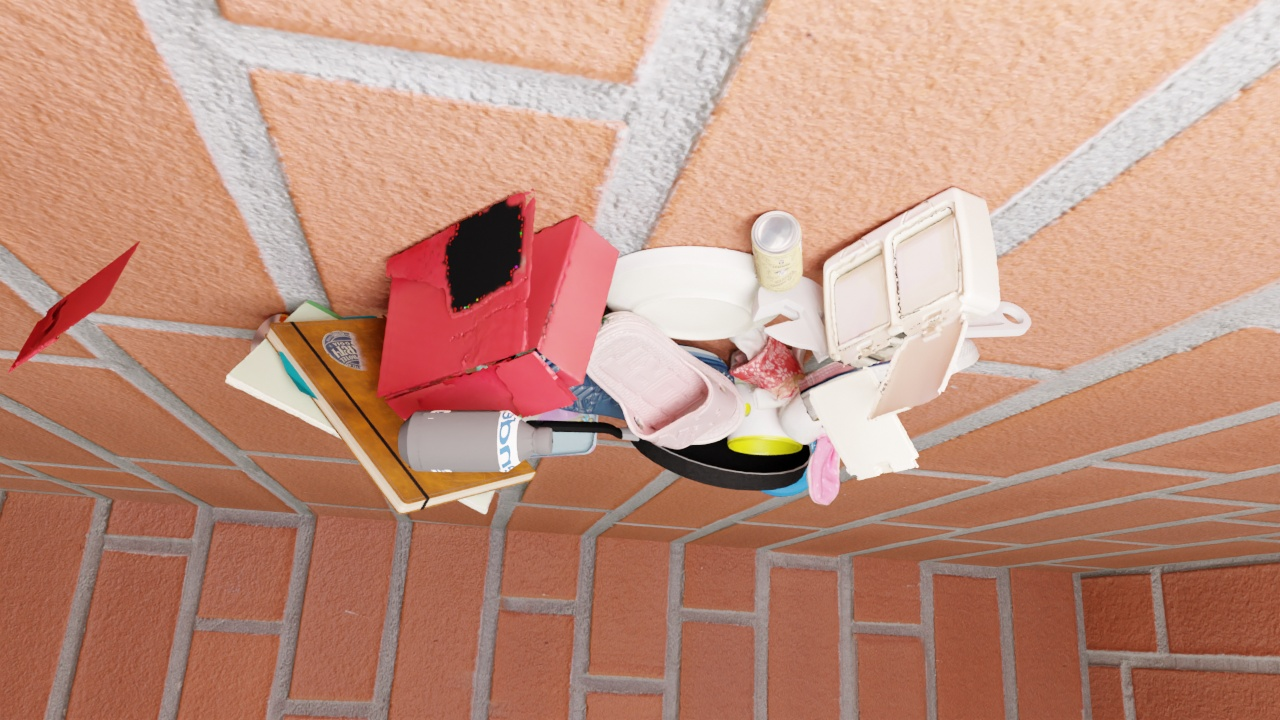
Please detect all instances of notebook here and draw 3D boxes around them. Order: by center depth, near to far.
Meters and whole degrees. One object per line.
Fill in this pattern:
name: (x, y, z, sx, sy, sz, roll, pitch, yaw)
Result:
notebook: (-0.233, 0.036, 0.857, 0.178, 0.249, 0.014, -7, 137, -54)
notebook: (-0.240, 0.036, 0.882, 0.252, 0.181, 0.010, 29, 115, -9)

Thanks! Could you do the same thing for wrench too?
wrench: (0.223, -0.041, 0.801, 0.273, 0.086, 0.018, -3, 140, -22)

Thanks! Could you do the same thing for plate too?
plate: (0.050, -0.053, 0.845, 0.182, 0.034, 0.182, 3, 163, 1)

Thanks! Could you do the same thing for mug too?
mug: (0.140, 0.046, 1.025, 0.082, 0.106, 0.083, 3, 163, 1)

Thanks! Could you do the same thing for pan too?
pan: (0.033, 0.092, 1.084, 0.355, 0.034, 0.225, 3, -160, -24)

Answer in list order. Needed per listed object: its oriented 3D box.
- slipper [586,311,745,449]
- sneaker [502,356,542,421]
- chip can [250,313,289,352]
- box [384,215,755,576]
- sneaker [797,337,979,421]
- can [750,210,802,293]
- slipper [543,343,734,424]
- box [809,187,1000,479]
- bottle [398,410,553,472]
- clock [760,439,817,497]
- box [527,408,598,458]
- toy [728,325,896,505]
slipper: (0.027, 0.037, 0.886, 0.094, 0.064, 0.239, -36, 138, 15)
sneaker: (-0.145, 0.028, 1.085, 0.079, 0.084, 0.236, 27, 154, -17)
chip can: (-0.347, 0.013, 1.074, 0.069, 0.069, 0.220, -5, 161, 25)
box: (-0.053, 0.047, 0.816, 0.214, 0.152, 0.325, -16, 124, 43)
sneaker: (0.233, -0.006, 0.884, 0.240, 0.087, 0.119, -10, 162, -40)
can: (0.109, -0.084, 0.726, 0.038, 0.038, 0.079, 0, 163, 11)
slipper: (-0.006, 0.006, 0.956, 0.252, 0.095, 0.105, 11, 127, -40)
box: (0.180, -0.020, 0.660, 0.068, 0.191, 0.144, 14, 153, -28)
bottle: (-0.120, 0.059, 0.678, 0.112, 0.047, 0.047, -1, 163, 4)
clock: (0.175, 0.124, 1.260, 0.161, 0.116, 0.060, -1, 152, -1)
box: (-0.161, 0.083, 1.249, 0.215, 0.077, 0.096, -6, 130, 27)
toy: (0.167, 0.033, 0.948, 0.194, 0.158, 0.084, 47, 157, -4)
